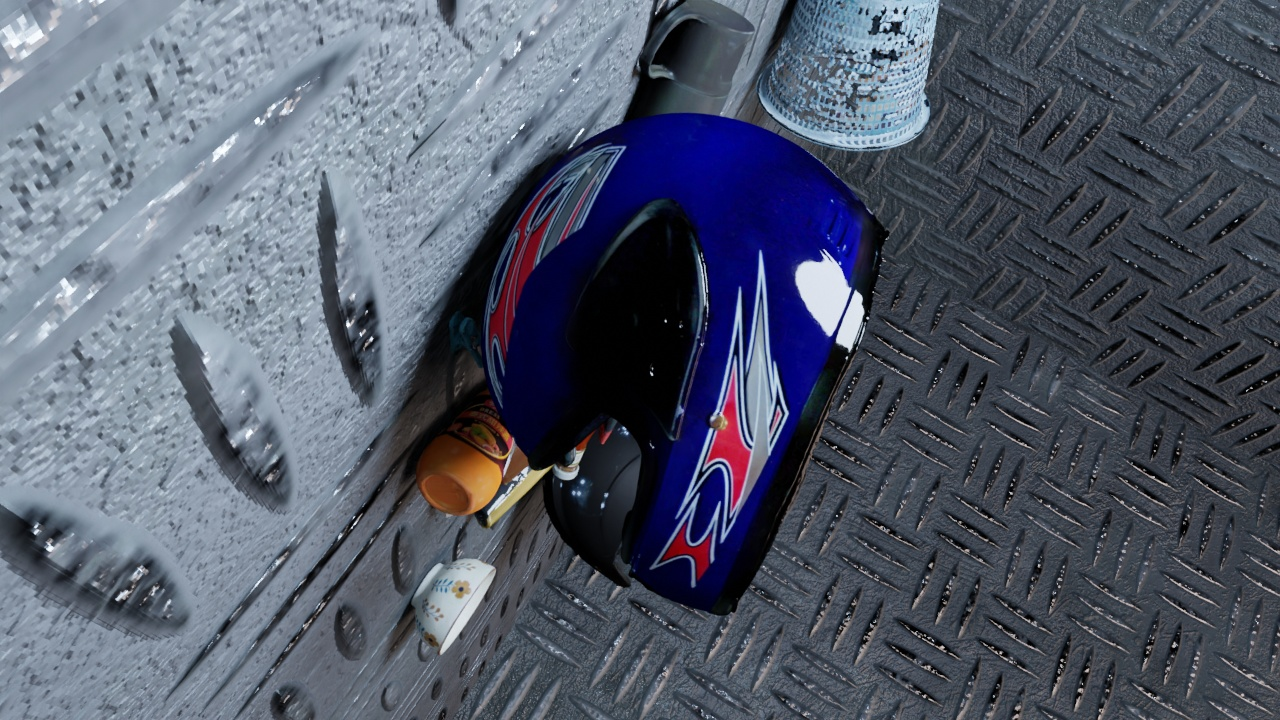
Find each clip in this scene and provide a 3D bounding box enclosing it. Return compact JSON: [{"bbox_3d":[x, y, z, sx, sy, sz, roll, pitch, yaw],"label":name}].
[{"bbox_3d":[-0.120,-0.015,0.634,0.013,0.038,0.055,-59,168,-25],"label":"clip"}]

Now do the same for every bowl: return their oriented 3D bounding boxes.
[{"bbox_3d":[-0.222,0.272,1.054,0.113,0.062,0.113,-56,175,-8],"label":"bowl"}]

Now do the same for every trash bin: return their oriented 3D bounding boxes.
[{"bbox_3d":[0.269,-0.403,1.125,0.225,0.227,0.195,-54,160,-37],"label":"trash bin"}]

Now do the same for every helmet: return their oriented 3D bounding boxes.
[{"bbox_3d":[0.011,-0.011,0.627,0.247,0.240,0.315,-19,130,-80],"label":"helmet"},{"bbox_3d":[-0.035,0.184,1.379,0.233,0.230,0.275,-46,-175,-15],"label":"helmet"}]

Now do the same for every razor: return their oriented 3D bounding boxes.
[{"bbox_3d":[-0.137,0.136,1.102,0.062,0.067,0.167,-12,-151,51],"label":"razor"}]

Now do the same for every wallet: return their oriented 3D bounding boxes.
[{"bbox_3d":[-0.118,0.080,1.010,0.124,0.032,0.101,-42,170,-18],"label":"wallet"}]

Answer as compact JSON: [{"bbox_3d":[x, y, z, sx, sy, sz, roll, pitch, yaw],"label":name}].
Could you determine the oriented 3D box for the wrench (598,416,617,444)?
[{"bbox_3d":[-0.007,0.006,1.122,0.056,0.016,0.274,-96,-156,-44],"label":"wrench"}]

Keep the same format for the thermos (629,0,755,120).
[{"bbox_3d":[0.005,-0.169,0.746,0.089,0.068,0.243,-8,136,-39],"label":"thermos"}]

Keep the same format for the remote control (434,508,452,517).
[{"bbox_3d":[-0.168,0.106,0.843,0.048,0.024,0.125,-56,173,-28],"label":"remote control"}]

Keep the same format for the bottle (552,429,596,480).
[{"bbox_3d":[-0.075,0.071,1.167,0.059,0.060,0.207,-51,164,-52],"label":"bottle"}]

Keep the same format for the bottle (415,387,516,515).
[{"bbox_3d":[-0.130,0.060,0.769,0.067,0.067,0.149,-64,180,41],"label":"bottle"}]
